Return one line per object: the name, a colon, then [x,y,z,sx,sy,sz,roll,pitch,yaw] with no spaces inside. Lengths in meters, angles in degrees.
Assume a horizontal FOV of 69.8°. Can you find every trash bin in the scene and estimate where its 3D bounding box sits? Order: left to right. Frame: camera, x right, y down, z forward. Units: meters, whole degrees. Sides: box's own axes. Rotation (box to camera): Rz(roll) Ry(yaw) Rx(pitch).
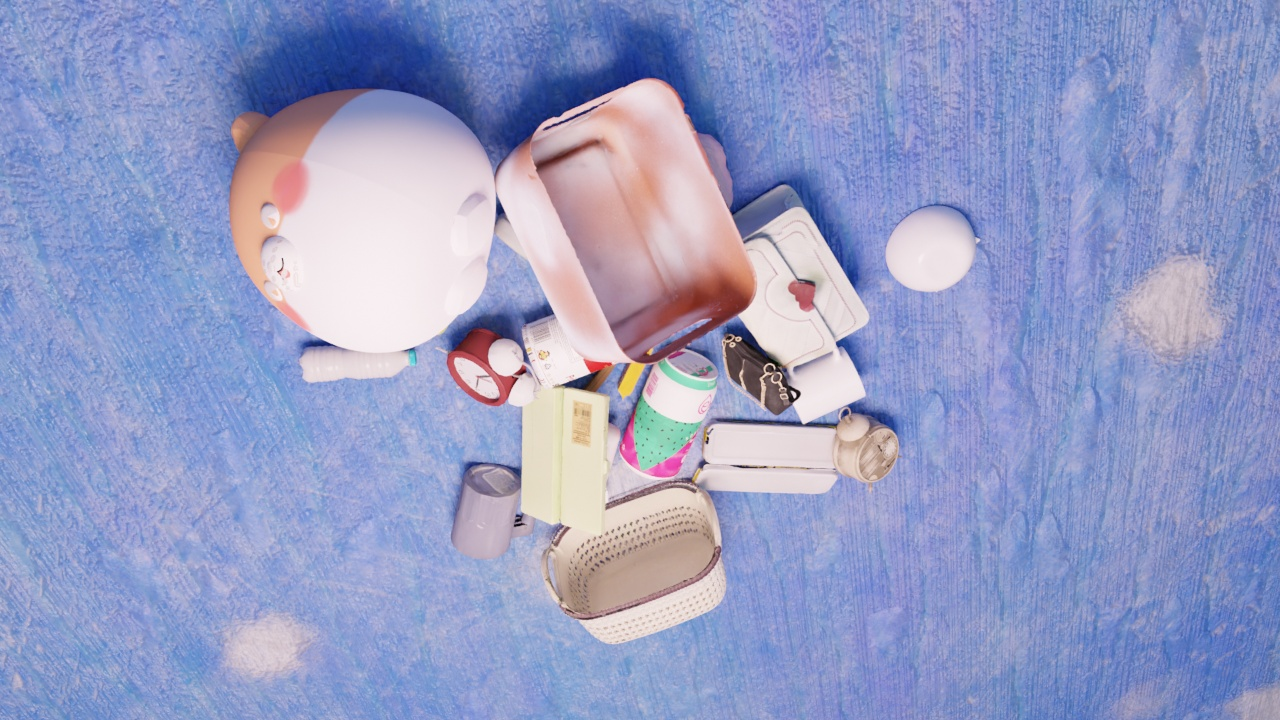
trash bin: [-0.021,-0.136,0.980,0.181,0.158,0.260,-31,101,-23]

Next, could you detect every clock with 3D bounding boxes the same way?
clock: [-0.181,0.011,1.129,0.138,0.048,0.096,12,138,33]
clock: [0.311,0.115,1.276,0.092,0.055,0.141,-45,124,-12]

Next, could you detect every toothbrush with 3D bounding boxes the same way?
toothbrush: [-0.042,0.010,1.204,0.016,0.016,0.167,31,112,-22]

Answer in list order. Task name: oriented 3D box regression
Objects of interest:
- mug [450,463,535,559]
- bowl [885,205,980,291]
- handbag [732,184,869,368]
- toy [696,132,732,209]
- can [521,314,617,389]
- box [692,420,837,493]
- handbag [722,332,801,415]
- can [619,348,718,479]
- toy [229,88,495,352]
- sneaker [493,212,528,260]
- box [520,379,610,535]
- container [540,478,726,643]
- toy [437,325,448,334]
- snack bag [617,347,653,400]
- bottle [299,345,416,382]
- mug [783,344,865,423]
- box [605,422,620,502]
mug: [-0.194,0.204,1.268,0.123,0.084,0.104,-4,122,-34]
bowl: [0.374,-0.133,1.160,0.114,0.050,0.115,-4,121,-6]
handbag: [0.176,-0.096,1.128,0.142,0.096,0.198,-33,121,12]
toy: [0.054,-0.209,1.071,0.105,0.053,0.108,-8,122,9]
can: [-0.077,-0.024,1.138,0.116,0.086,0.087,-20,121,3]
box: [0.184,0.144,1.307,0.209,0.045,0.128,3,123,-11]
handbag: [0.148,0.012,1.175,0.054,0.128,0.079,-37,138,-12]
can: [0.037,0.072,1.210,0.088,0.088,0.166,14,117,-16]
toy: [-0.288,-0.145,0.937,0.281,0.264,0.263,19,125,8]
sneaker: [-0.056,-0.131,1.083,0.235,0.087,0.079,22,104,-21]
box: [-0.099,0.123,1.180,0.029,0.139,0.187,-13,111,-51]
container: [0.003,0.287,1.285,0.252,0.184,0.143,-21,130,3]
toy: [-0.271,-0.086,1.099,0.117,0.043,0.092,32,114,-21]
snack bag: [-0.007,0.007,1.202,0.020,0.026,0.099,21,117,-12]
bottle: [-0.348,0.001,1.137,0.136,0.044,0.044,-4,121,-6]
mug: [0.236,0.021,1.214,0.090,0.073,0.110,-25,130,6]
box: [-0.077,0.154,1.242,0.084,0.094,0.166,18,108,5]
